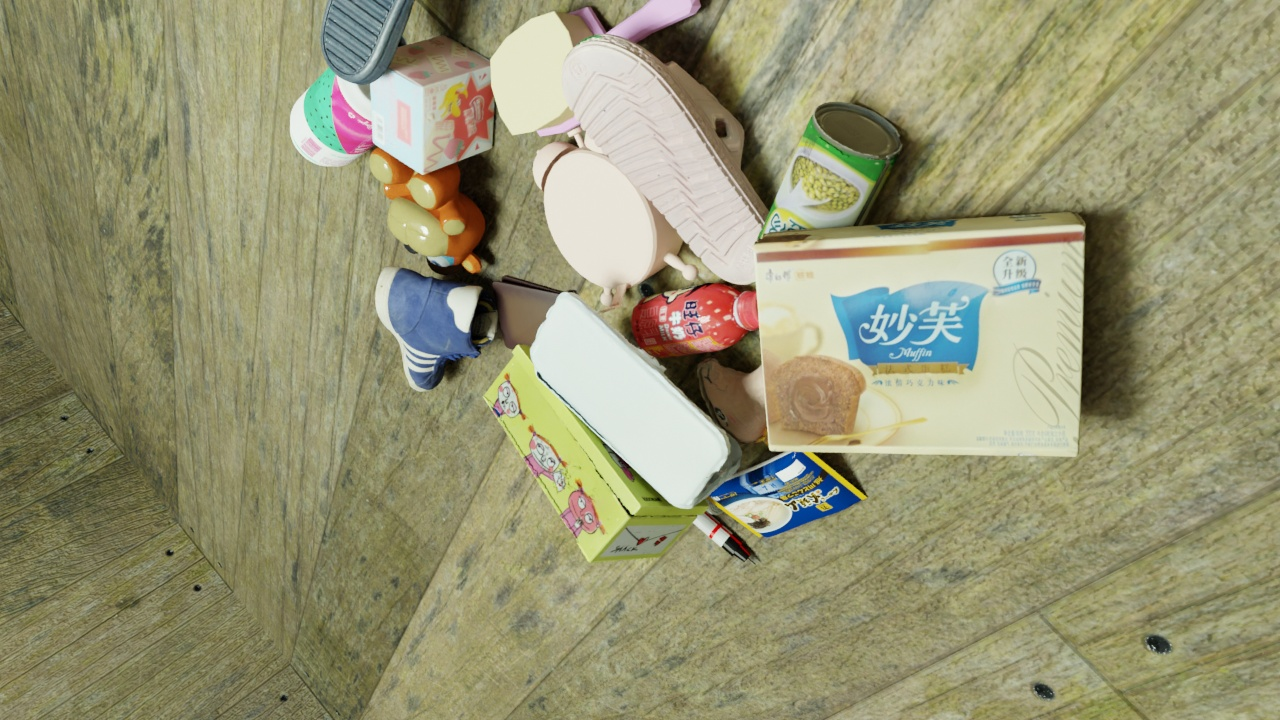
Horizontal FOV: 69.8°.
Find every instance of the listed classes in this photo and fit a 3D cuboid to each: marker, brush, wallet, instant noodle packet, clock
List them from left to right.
[{"bbox_3d":[-0.109,-0.044,1.007,0.116,0.018,0.092,15,126,34],"label":"wallet"},{"bbox_3d":[-0.044,-0.255,0.760,0.229,0.043,0.089,-13,94,48],"label":"brush"},{"bbox_3d":[-0.032,-0.130,0.823,0.131,0.086,0.160,-12,101,48],"label":"clock"},{"bbox_3d":[0.065,0.168,0.975,0.145,0.019,0.019,39,138,18],"label":"marker"},{"bbox_3d":[0.128,0.123,0.850,0.087,0.026,0.135,38,136,-21],"label":"instant noodle packet"}]

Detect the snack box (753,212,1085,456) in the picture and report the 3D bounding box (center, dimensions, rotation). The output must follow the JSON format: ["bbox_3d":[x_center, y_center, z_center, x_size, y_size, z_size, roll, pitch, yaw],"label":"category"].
[{"bbox_3d":[0.186,-0.015,0.625,0.208,0.055,0.153,-1,108,19],"label":"snack box"}]

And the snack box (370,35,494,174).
[{"bbox_3d":[-0.200,-0.249,0.892,0.079,0.094,0.093,34,135,24],"label":"snack box"}]

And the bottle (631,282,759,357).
[{"bbox_3d":[0.058,-0.037,0.808,0.138,0.061,0.062,-8,110,46],"label":"bottle"}]

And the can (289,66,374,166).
[{"bbox_3d":[-0.314,-0.272,0.993,0.166,0.088,0.088,-14,106,49],"label":"can"}]

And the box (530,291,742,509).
[{"bbox_3d":[0.006,0.030,0.830,0.211,0.105,0.130,45,131,14],"label":"box"}]

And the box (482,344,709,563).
[{"bbox_3d":[-0.048,0.086,0.900,0.083,0.124,0.221,-49,56,20],"label":"box"}]

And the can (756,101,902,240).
[{"bbox_3d":[0.134,-0.119,0.669,0.067,0.067,0.121,39,138,19],"label":"can"}]

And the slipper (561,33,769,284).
[{"bbox_3d":[0.039,-0.167,0.738,0.094,0.064,0.239,-19,119,47],"label":"slipper"}]

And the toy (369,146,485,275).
[{"bbox_3d":[-0.216,-0.155,0.972,0.112,0.096,0.176,31,169,23],"label":"toy"}]

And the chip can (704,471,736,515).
[{"bbox_3d":[0.000,0.104,0.970,0.215,0.051,0.052,17,127,37],"label":"chip can"}]

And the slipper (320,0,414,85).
[{"bbox_3d":[-0.196,-0.364,0.807,0.101,0.082,0.264,41,113,15],"label":"slipper"}]

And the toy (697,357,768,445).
[{"bbox_3d":[0.158,0.035,0.760,0.196,0.065,0.265,50,144,4],"label":"toy"}]

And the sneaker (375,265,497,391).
[{"bbox_3d":[-0.219,-0.029,1.085,0.118,0.091,0.233,8,150,6],"label":"sneaker"}]
